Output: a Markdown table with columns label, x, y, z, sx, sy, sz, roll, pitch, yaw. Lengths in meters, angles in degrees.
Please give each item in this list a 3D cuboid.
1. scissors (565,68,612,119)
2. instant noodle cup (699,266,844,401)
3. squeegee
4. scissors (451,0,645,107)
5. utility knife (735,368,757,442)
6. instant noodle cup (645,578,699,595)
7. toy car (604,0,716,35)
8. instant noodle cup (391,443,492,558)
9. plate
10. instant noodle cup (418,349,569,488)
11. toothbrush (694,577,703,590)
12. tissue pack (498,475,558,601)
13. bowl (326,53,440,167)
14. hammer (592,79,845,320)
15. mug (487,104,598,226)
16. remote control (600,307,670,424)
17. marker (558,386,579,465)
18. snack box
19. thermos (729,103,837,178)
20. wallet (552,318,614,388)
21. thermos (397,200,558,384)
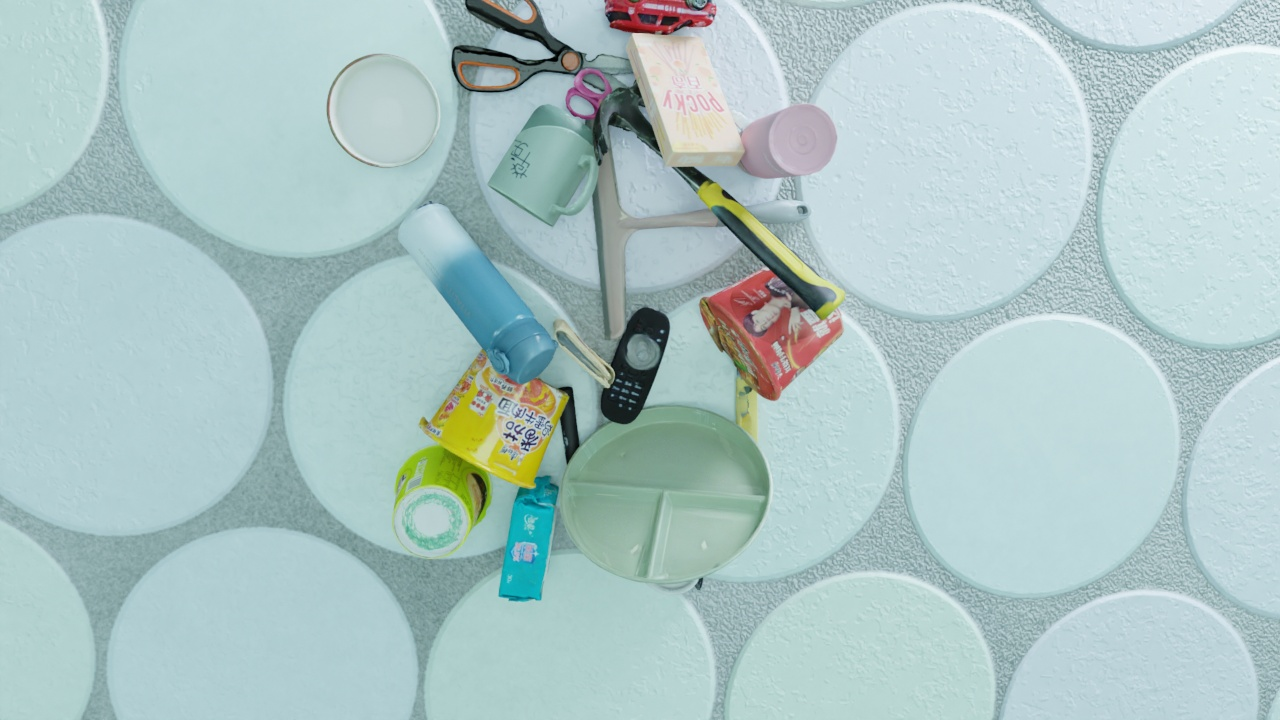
| label | x | y | z | sx | sy | sz | roll | pitch | yaw |
| --- | --- | --- | --- | --- | --- | --- | --- | --- | --- |
| scissors | -0.018 | -0.262 | 0.992 | 0.133 | 0.017 | 0.056 | 32 | 93 | -9 |
| instant noodle cup | 0.147 | -0.041 | 1.000 | 0.108 | 0.138 | 0.138 | -35 | 101 | -7 |
| squeegee | 0.073 | -0.158 | 1.014 | 0.249 | 0.040 | 0.247 | -6 | 93 | -8 |
| scissors | -0.097 | -0.317 | 0.991 | 0.190 | 0.021 | 0.229 | -43 | 106 | 7 |
| utility knife | 0.122 | 0.081 | 1.078 | 0.031 | 0.018 | 0.166 | -3 | 95 | -11 |
| instant noodle cup | 0.040 | 0.213 | 1.030 | 0.099 | 0.109 | 0.099 | 1 | 96 | 8 |
| toy car | 0.021 | -0.369 | 0.974 | 0.120 | 0.053 | 0.045 | 2 | 100 | -3 |
| instant noodle cup | -0.221 | 0.159 | 1.001 | 0.111 | 0.123 | 0.112 | -1 | 99 | -6 |
| plate | 0.028 | 0.143 | 0.992 | 0.230 | 0.229 | 0.027 | -12 | 137 | -3 |
| instant noodle cup | -0.150 | 0.059 | 0.991 | 0.138 | 0.138 | 0.109 | 29 | 87 | -9 |
| toothbrush | 0.060 | 0.182 | 1.085 | 0.014 | 0.017 | 0.189 | -6 | 98 | 2 |
| tissue pack | -0.123 | 0.198 | 1.033 | 0.050 | 0.093 | 0.133 | 9 | 99 | -3 |
| bowl | -0.264 | -0.258 | 0.961 | 0.113 | 0.062 | 0.113 | -1 | 101 | -6 |
| hammer | 0.079 | -0.161 | 0.942 | 0.323 | 0.032 | 0.125 | 44 | 57 | 5 |
| mug | -0.090 | -0.201 | 0.965 | 0.112 | 0.082 | 0.106 | 34 | 92 | 30 |
| remote control | -0.006 | 0.006 | 1.045 | 0.053 | 0.024 | 0.136 | 21 | 94 | -1 |
| marker | -0.078 | 0.095 | 1.057 | 0.022 | 0.020 | 0.132 | -11 | 101 | -20 |
| snack box | 0.045 | -0.271 | 0.952 | 0.084 | 0.026 | 0.157 | -6 | 65 | -25 |
| thermos | 0.133 | -0.226 | 0.932 | 0.067 | 0.198 | 0.087 | -44 | 102 | 4 |
| wallet | -0.061 | -0.008 | 0.992 | 0.024 | 0.115 | 0.087 | -42 | 100 | -1 |
| thermos | -0.169 | -0.069 | 0.946 | 0.070 | 0.070 | 0.220 | -41 | 68 | 2 |
